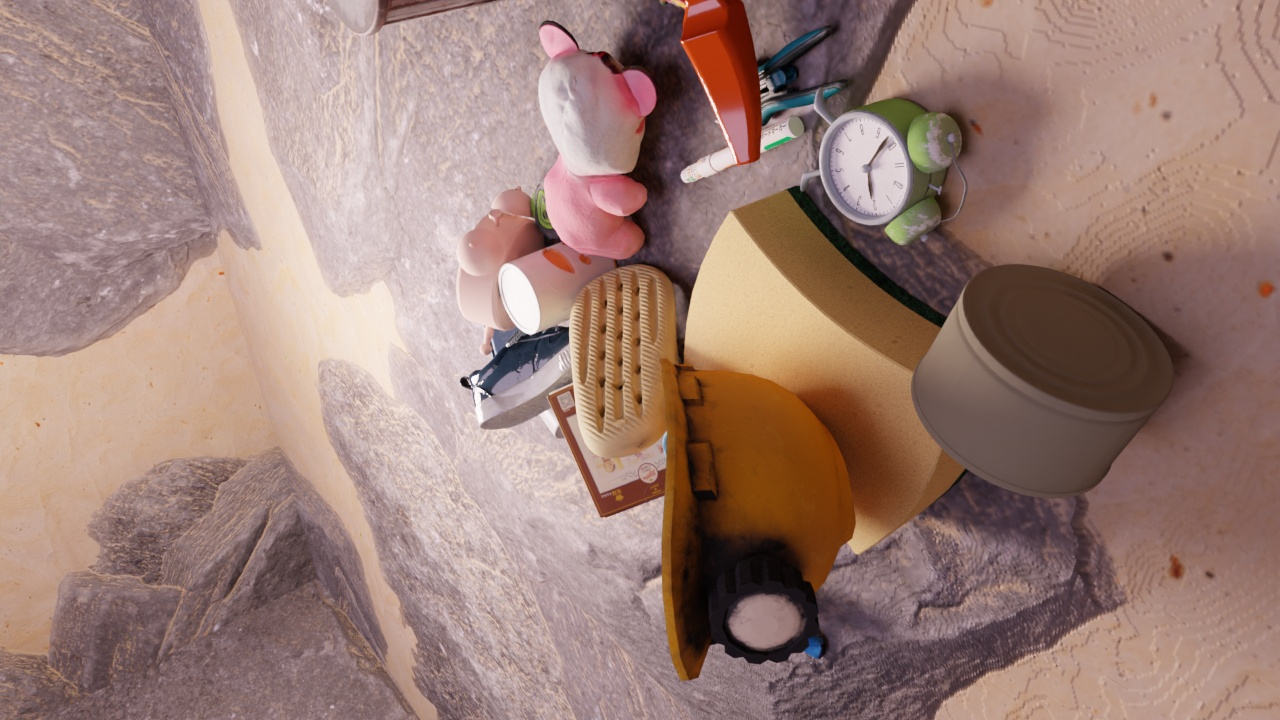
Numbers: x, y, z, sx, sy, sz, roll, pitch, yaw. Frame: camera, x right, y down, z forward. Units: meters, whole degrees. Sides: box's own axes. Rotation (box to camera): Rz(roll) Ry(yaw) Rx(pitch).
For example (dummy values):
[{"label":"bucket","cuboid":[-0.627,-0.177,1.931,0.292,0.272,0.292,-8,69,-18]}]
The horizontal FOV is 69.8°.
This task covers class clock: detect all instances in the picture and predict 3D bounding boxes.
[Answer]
[{"label":"clock","cuboid":[-0.148,-0.101,1.048,0.086,0.130,0.161,11,136,19]},{"label":"clock","cuboid":[0.171,-0.134,0.629,0.119,0.042,0.094,40,142,35]}]

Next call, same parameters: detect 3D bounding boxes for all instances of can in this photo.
[{"label":"can","cuboid":[0.238,0.010,0.550,0.128,0.127,0.073,46,142,28]}]

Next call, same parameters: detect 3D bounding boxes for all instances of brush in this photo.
[{"label":"brush","cuboid":[0.149,0.008,0.729,0.250,0.075,0.195,45,144,28]}]

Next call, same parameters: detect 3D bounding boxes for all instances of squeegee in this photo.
[{"label":"squeegee","cuboid":[0.057,-0.236,0.676,0.250,0.055,0.185,-5,112,33]}]

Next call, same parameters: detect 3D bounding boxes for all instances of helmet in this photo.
[{"label":"helmet","cuboid":[0.085,0.100,0.663,0.254,0.131,0.205,-87,-11,-63]}]

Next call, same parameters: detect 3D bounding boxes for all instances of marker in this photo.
[{"label":"marker","cuboid":[0.080,-0.172,0.761,0.146,0.017,0.017,-10,104,58]}]

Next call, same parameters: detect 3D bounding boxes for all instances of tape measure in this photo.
[{"label":"tape measure","cuboid":[-0.090,-0.166,1.002,0.059,0.035,0.065,-30,83,50]}]

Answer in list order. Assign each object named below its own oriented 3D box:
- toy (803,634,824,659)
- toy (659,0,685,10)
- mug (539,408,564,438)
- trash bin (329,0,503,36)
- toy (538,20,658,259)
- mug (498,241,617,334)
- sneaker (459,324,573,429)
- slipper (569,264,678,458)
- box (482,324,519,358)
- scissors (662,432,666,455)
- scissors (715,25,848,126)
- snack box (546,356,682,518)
[{"label":"toy","cuboid":[0.116,0.237,0.953,0.176,0.070,0.113,42,153,32]},{"label":"toy","cuboid":[0.040,-0.310,0.701,0.084,0.046,0.104,54,141,31]},{"label":"mug","cuboid":[-0.095,0.038,1.126,0.097,0.078,0.112,52,175,19]},{"label":"trash bin","cuboid":[-0.188,-0.377,0.828,0.131,0.210,0.131,35,138,39]},{"label":"toy","cuboid":[-0.047,-0.201,0.866,0.142,0.084,0.214,46,147,28]},{"label":"mug","cuboid":[-0.087,-0.083,0.988,0.082,0.105,0.082,35,138,39]},{"label":"sneaker","cuboid":[-0.104,-0.003,1.030,0.236,0.089,0.087,-29,69,22]},{"label":"slipper","cuboid":[-0.005,0.005,0.869,0.079,0.111,0.260,57,-162,-35]},{"label":"box","cuboid":[-0.159,-0.035,1.201,0.079,0.072,0.210,-6,112,17]},{"label":"scissors","cuboid":[0.064,0.062,0.903,0.120,0.015,0.138,-6,93,30]},{"label":"scissors","cuboid":[0.102,-0.213,0.699,0.131,0.019,0.150,47,146,31]},{"label":"snack box","cuboid":[-0.004,0.074,0.962,0.143,0.041,0.147,-24,91,19]}]
